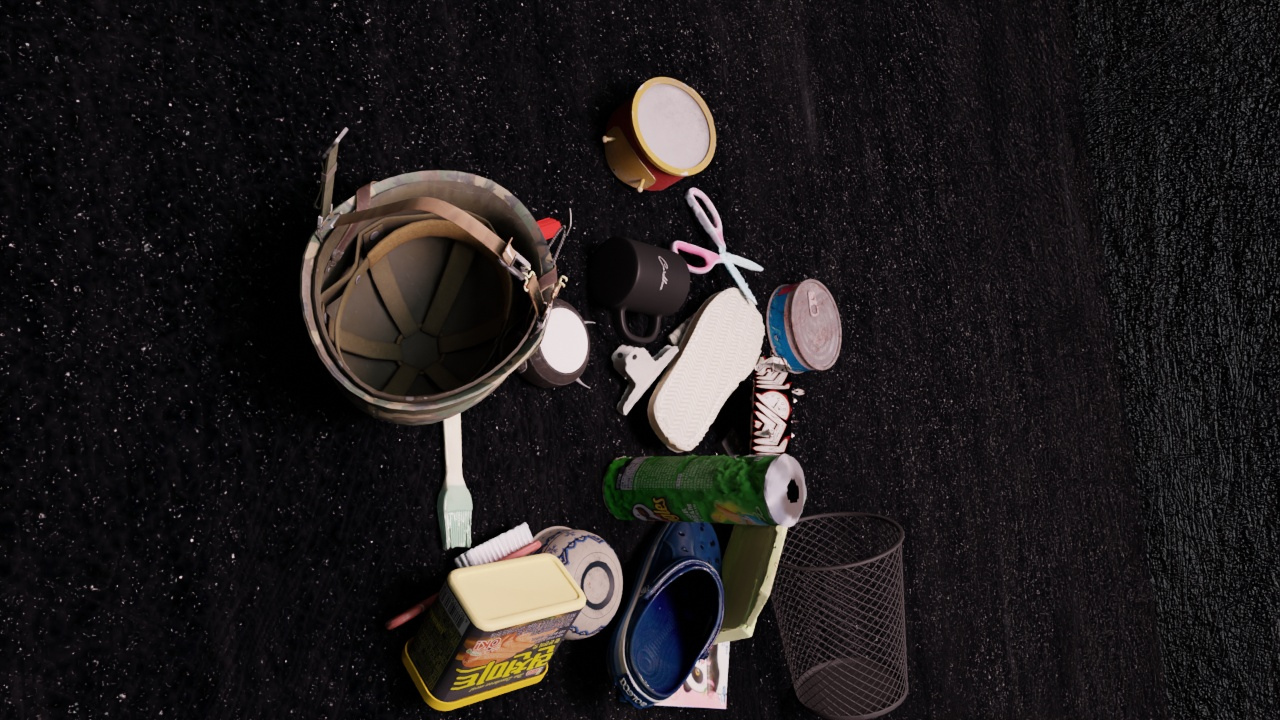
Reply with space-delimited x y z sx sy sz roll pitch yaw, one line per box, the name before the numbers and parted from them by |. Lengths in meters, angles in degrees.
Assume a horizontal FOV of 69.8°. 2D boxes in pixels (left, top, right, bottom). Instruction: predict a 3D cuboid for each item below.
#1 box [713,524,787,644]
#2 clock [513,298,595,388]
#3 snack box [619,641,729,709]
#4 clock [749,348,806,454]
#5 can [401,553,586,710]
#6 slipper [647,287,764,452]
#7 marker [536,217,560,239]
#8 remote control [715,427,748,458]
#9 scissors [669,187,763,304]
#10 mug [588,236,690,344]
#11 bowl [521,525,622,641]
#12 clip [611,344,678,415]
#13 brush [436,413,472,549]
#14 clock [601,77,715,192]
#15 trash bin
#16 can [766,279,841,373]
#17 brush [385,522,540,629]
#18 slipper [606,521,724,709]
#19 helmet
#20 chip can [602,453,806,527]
box | 0.136 0.233 1.064 0.048 0.141 0.187 33 40 -4
clock | -0.094 -0.019 0.939 0.122 0.044 0.091 19 69 -45
snack box | 0.041 0.342 1.031 0.154 0.033 0.087 23 64 -43
clock | 0.174 0.057 1.173 0.115 0.065 0.154 86 9 -50
can | -0.125 0.232 0.801 0.130 0.072 0.101 2 127 -48
slipper | 0.078 0.008 1.117 0.114 0.054 0.271 57 42 -19
marker | -0.137 -0.118 0.926 0.144 0.024 0.021 -29 112 -47
remote control | 0.142 0.155 1.191 0.034 0.013 0.150 -50 119 -41
scissors | 0.097 -0.151 1.172 0.170 0.014 0.168 9 62 -39
mug | -0.002 -0.075 1.027 0.087 0.078 0.113 8 80 -47
bowl | -0.064 0.224 0.917 0.115 0.059 0.115 11 75 -46
clip | -0.005 0.007 1.038 0.101 0.041 0.054 -50 118 -17
brush | -0.176 0.066 0.859 0.033 0.012 0.217 5 78 -47
clock | 0.028 -0.270 1.091 0.158 0.081 0.117 -44 104 -33
trash bin | 0.254 0.326 1.170 0.183 0.184 0.210 -20 104 -48
can | 0.234 -0.048 1.307 0.129 0.044 0.130 11 75 -46
brush | -0.162 0.193 0.835 0.171 0.041 0.030 -23 82 -45
slipper | 0.047 0.257 0.969 0.105 0.095 0.252 47 34 -9
helmet | -0.165 -0.062 0.730 0.192 0.237 0.224 24 72 -6
chip can | 0.063 0.133 0.950 0.075 0.224 0.075 6 81 -47
